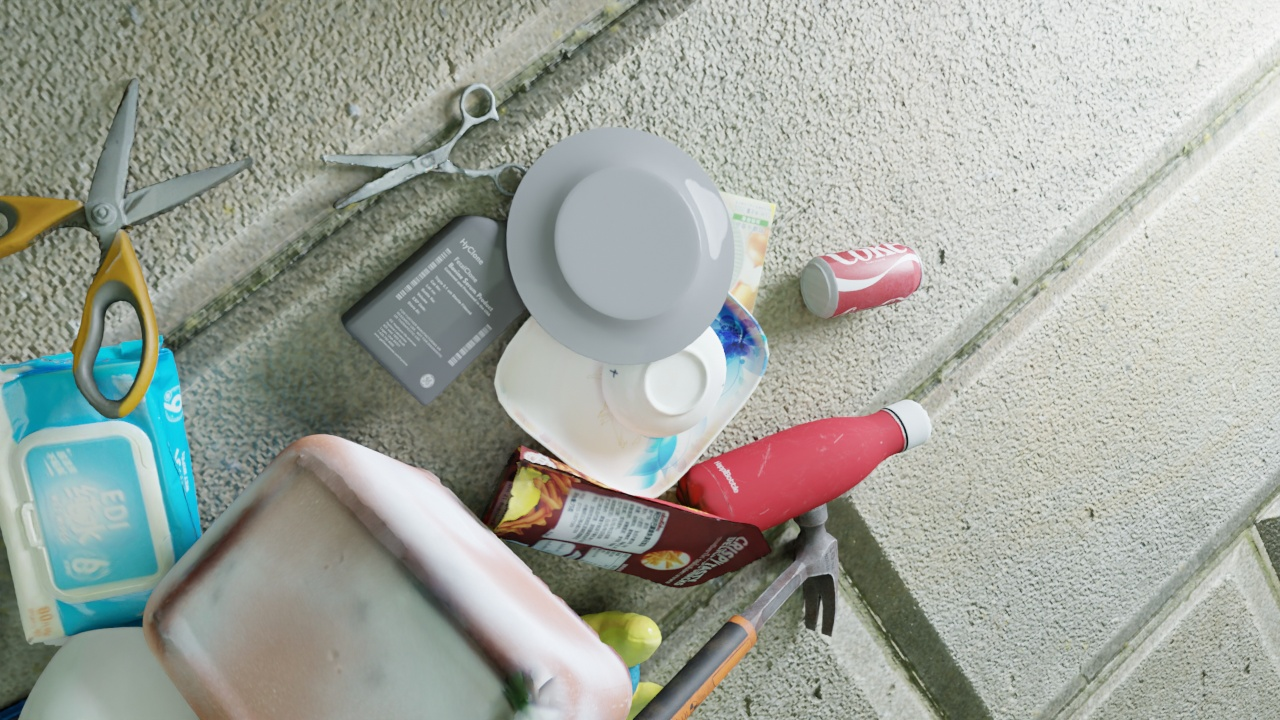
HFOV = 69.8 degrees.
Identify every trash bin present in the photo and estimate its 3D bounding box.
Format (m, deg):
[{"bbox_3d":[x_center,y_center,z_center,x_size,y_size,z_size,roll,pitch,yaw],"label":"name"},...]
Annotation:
[{"bbox_3d":[-0.157,0.189,0.582,0.260,0.157,0.181,40,84,20],"label":"trash bin"}]

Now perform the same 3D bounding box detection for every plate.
[{"bbox_3d":[-0.010,-0.086,0.678,0.178,0.012,0.178,1,86,-19],"label":"plate"},{"bbox_3d":[-0.004,0.004,0.726,0.187,0.016,0.187,42,88,-23],"label":"plate"},{"bbox_3d":[0.023,0.013,0.713,0.104,0.026,0.104,-4,104,-18],"label":"plate"}]

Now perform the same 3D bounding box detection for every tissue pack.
[{"bbox_3d":[-0.357,0.094,0.610,0.117,0.066,0.209,-9,105,-18],"label":"tissue pack"}]

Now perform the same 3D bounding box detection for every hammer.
[{"bbox_3d":[0.072,0.247,0.755,0.313,0.035,0.138,-33,120,-40],"label":"hammer"}]

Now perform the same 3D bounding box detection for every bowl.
[{"bbox_3d":[-0.333,0.217,0.596,0.116,0.117,0.065,9,56,-23],"label":"bowl"}]

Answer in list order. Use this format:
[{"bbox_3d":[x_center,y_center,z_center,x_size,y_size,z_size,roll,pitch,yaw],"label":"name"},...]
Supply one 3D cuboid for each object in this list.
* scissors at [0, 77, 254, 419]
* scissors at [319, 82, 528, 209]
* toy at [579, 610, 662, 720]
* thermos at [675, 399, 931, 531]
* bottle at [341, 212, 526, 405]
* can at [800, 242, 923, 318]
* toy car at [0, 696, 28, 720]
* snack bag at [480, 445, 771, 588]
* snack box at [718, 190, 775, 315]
[{"bbox_3d":[-0.345,-0.068,0.573,0.225,0.016,0.229,-20,81,-10],"label":"scissors"},{"bbox_3d":[-0.144,-0.135,0.674,0.147,0.014,0.141,43,81,-23],"label":"scissors"},{"bbox_3d":[-0.035,0.309,0.766,0.149,0.084,0.214,-13,106,4],"label":"toy"},{"bbox_3d":[0.150,0.090,0.801,0.239,0.073,0.073,-19,107,-17],"label":"thermos"},{"bbox_3d":[-0.126,-0.058,0.678,0.173,0.046,0.084,-44,112,-8],"label":"bottle"},{"bbox_3d":[0.193,-0.071,0.797,0.096,0.054,0.054,-13,105,-19],"label":"can"},{"bbox_3d":[-0.427,0.262,0.625,0.120,0.043,0.056,-25,108,-15],"label":"toy car"},{"bbox_3d":[-0.016,0.139,0.721,0.208,0.139,0.066,22,51,-13],"label":"snack bag"},{"bbox_3d":[0.032,-0.059,0.750,0.131,0.027,0.168,9,98,-21],"label":"snack box"}]
